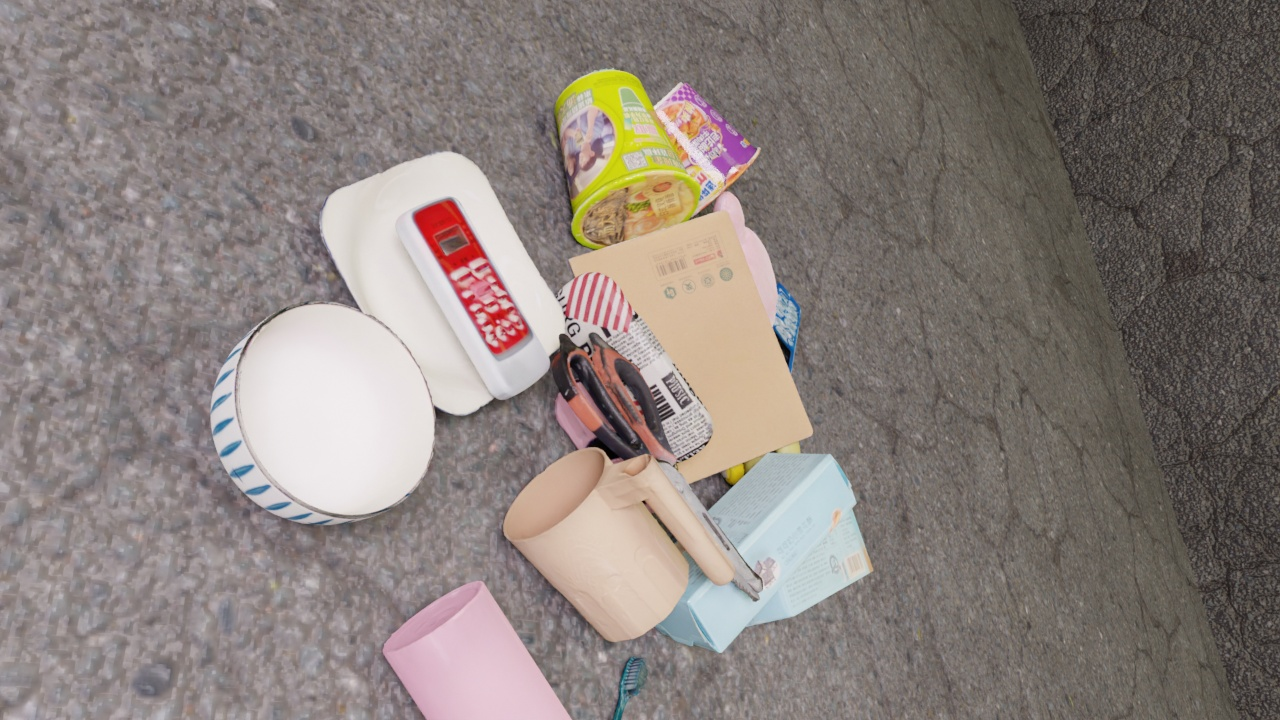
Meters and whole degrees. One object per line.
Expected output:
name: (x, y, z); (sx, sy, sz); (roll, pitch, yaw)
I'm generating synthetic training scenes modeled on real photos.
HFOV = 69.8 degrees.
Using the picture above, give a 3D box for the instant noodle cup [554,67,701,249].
instant noodle cup: (-0.019, -0.174, 0.775); (0.111, 0.112, 0.123); (9, 57, -49)

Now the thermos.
thermos: (-0.056, 0.219, 0.514); (0.198, 0.087, 0.067); (58, 13, -4)

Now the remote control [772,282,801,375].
remote control: (0.142, -0.026, 0.960); (0.049, 0.024, 0.124); (46, 39, -26)

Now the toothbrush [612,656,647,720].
toothbrush: (-0.025, 0.274, 0.588); (0.016, 0.018, 0.191); (47, 40, -23)

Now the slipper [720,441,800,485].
slipper: (0.084, 0.041, 0.816); (0.081, 0.092, 0.190); (-9, 87, -13)

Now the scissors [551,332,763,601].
scissors: (0.021, 0.071, 0.642); (0.208, 0.015, 0.185); (33, 35, -30)

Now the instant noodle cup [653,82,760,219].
instant noodle cup: (0.041, -0.199, 0.865); (0.099, 0.112, 0.111); (49, 39, -10)

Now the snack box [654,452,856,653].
snack box: (0.081, 0.139, 0.696); (0.174, 0.074, 0.051); (-40, 108, -28)

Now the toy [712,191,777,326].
toy: (0.096, -0.087, 0.886); (0.159, 0.054, 0.121); (61, 30, -48)

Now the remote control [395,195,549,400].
remote control: (-0.107, -0.041, 0.597); (0.136, 0.020, 0.055); (61, 35, -8)

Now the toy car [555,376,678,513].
toy car: (-0.018, 0.065, 0.681); (0.122, 0.056, 0.037); (55, 31, -15)

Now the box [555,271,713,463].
box: (-0.004, 0.005, 0.698); (0.076, 0.087, 0.163); (-36, 96, -22)

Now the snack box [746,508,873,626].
snack box: (0.144, 0.178, 0.827); (0.174, 0.052, 0.074); (-4, 73, -53)

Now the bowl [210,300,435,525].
bowl: (-0.175, 0.033, 0.489); (0.116, 0.066, 0.116); (27, 53, -41)

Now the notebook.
notebook: (0.043, -0.010, 0.765); (0.147, 0.008, 0.207); (-20, 86, -14)

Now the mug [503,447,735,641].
mug: (-0.012, 0.117, 0.602); (0.103, 0.125, 0.084); (53, 37, -21)

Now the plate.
plate: (-0.133, -0.052, 0.617); (0.164, 0.034, 0.163); (61, 36, -9)

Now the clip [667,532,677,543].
clip: (0.036, 0.139, 0.742); (0.026, 0.038, 0.058); (54, 39, -14)
